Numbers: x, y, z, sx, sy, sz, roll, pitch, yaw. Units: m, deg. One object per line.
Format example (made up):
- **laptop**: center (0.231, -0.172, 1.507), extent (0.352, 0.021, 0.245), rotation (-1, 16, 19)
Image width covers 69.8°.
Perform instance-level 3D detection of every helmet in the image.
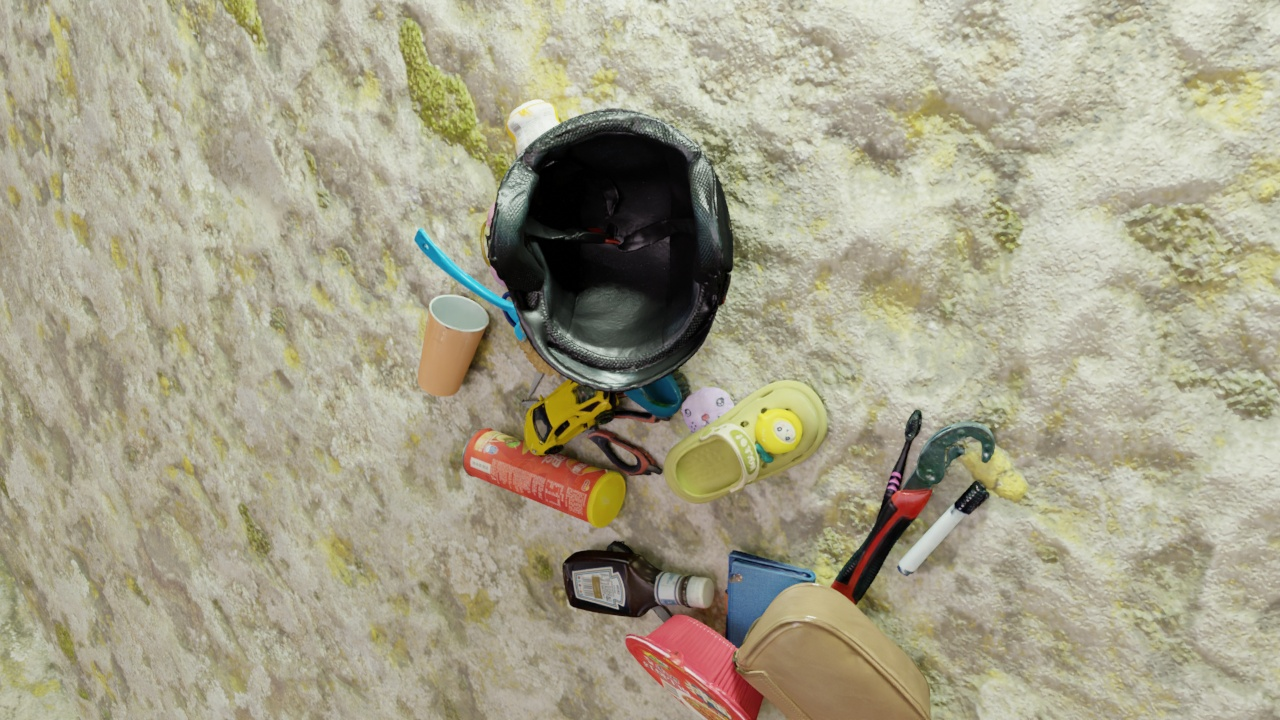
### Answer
- **helmet**: center (-0.021, -0.114, 0.936), extent (0.233, 0.230, 0.275), rotation (2, 102, 7)

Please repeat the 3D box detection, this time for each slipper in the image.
- **slipper**: center (0.110, 0.098, 0.971), extent (0.191, 0.081, 0.091), rotation (-30, 97, 14)

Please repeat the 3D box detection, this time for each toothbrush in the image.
- **toothbrush**: center (0.259, 0.136, 0.946), extent (0.014, 0.017, 0.189), rotation (20, 114, 21)

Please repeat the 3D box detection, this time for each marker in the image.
- **marker**: center (0.304, 0.172, 0.925), extent (0.022, 0.018, 0.131), rotation (36, 120, 10)

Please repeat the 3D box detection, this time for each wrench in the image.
- **wrench**: center (0.265, 0.166, 0.942), extent (0.056, 0.016, 0.274), rotation (32, 118, 6)

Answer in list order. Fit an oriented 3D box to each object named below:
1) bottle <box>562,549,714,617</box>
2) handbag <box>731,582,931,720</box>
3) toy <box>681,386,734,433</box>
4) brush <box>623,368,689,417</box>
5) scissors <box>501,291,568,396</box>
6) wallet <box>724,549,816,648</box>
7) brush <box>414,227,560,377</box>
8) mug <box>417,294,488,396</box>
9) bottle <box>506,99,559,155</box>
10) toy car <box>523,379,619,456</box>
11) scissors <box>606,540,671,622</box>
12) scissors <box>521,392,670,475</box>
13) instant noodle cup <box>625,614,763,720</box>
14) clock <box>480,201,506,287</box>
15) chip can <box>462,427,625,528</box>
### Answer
- **bottle**: center (-0.004, 0.277, 1.128), extent (0.195, 0.043, 0.080), rotation (-2, 103, 31)
- **handbag**: center (0.205, 0.332, 0.975), extent (0.204, 0.099, 0.148), rotation (45, 119, -6)
- **toy**: center (0.081, 0.082, 1.034), extent (0.084, 0.038, 0.108), rotation (-14, 95, 21)
- **brush**: center (-0.006, 0.006, 1.043), extent (0.055, 0.073, 0.144), rotation (-35, 94, 37)
- **scissors**: center (-0.118, -0.026, 1.157), extent (0.162, 0.012, 0.173), rotation (38, 122, 16)
- **wallet**: center (0.145, 0.289, 1.049), extent (0.106, 0.040, 0.133), rotation (10, 112, 26)
- **brush**: center (-0.174, -0.070, 1.111), extent (0.254, 0.045, 0.083), rotation (39, 141, -3)
- **mug**: center (-0.254, -0.016, 1.216), extent (0.078, 0.078, 0.123), rotation (38, 125, 20)
- **bottle**: center (-0.110, -0.243, 1.062), extent (0.063, 0.063, 0.108), rotation (-26, 87, 36)
- **toy car**: center (-0.090, 0.063, 1.118), extent (0.156, 0.041, 0.071), rotation (-35, 60, 27)
- **scissors**: center (0.008, 0.309, 1.165), extent (0.137, 0.014, 0.174), rotation (-15, 97, 34)
- **scissors**: center (-0.056, 0.085, 1.142), extent (0.215, 0.015, 0.196), rotation (49, 123, 12)
- **instant noodle cup**: center (0.075, 0.360, 1.062), extent (0.194, 0.065, 0.194), rotation (33, 155, 18)
- **clock**: center (-0.132, -0.141, 1.107), extent (0.159, 0.059, 0.117), rotation (8, 106, 34)
- **chip can**: center (-0.127, 0.147, 1.172), extent (0.217, 0.073, 0.073), rotation (15, 110, 30)
